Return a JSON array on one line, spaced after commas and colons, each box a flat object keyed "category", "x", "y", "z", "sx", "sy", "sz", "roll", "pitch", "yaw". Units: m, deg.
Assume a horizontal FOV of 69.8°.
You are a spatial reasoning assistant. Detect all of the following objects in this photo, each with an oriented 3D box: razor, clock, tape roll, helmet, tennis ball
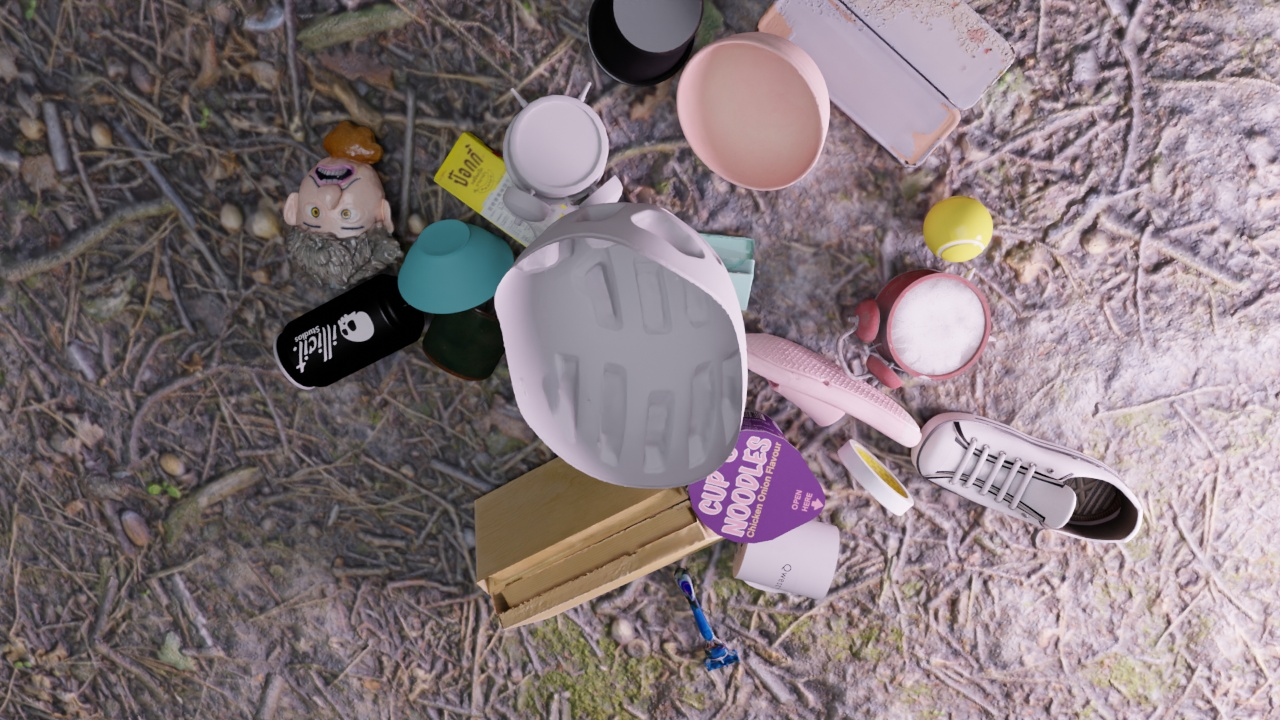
[{"category": "razor", "x": 0.072, "y": 0.307, "z": 1.085, "sx": 0.044, "sy": 0.018, "sz": 0.141, "roll": -22, "pitch": 103, "yaw": 11}, {"category": "clock", "x": 0.275, "y": -0.031, "z": 0.941, "sx": 0.157, "sy": 0.062, "sz": 0.110, "roll": -22, "pitch": 103, "yaw": -3}, {"category": "tape roll", "x": 0.250, "y": 0.124, "z": 0.976, "sx": 0.094, "sy": 0.094, "sz": 0.019, "roll": 41, "pitch": 105, "yaw": -7}, {"category": "clock", "x": -0.081, "y": -0.190, "z": 0.916, "sx": 0.120, "sy": 0.061, "sz": 0.159, "roll": -8, "pitch": 96, "yaw": -9}, {"category": "helmet", "x": -0.007, "y": -0.007, "z": 0.852, "sx": 0.225, "sy": 0.183, "sz": 0.282, "roll": -4, "pitch": 108, "yaw": 26}, {"category": "tennis ball", "x": 0.314, "y": -0.130, "z": 0.910, "sx": 0.065, "sy": 0.065, "sz": 0.065, "roll": 1, "pitch": 106, "yaw": 4}]

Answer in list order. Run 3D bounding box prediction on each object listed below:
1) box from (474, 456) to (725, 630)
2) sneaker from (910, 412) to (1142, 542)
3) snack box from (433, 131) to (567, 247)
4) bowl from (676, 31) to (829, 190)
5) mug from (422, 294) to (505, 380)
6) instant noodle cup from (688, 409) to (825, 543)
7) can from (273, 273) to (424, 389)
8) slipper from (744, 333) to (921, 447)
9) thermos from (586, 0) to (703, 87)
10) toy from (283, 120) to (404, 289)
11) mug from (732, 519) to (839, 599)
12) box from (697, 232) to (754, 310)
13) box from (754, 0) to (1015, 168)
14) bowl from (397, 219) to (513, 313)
[{"category": "box", "x": -0.050, "y": 0.189, "z": 1.006, "sx": 0.249, "sy": 0.141, "sz": 0.184, "roll": -28, "pitch": 95, "yaw": 12}, {"category": "sneaker", "x": 0.409, "y": 0.134, "z": 0.963, "sx": 0.245, "sy": 0.097, "sz": 0.091, "roll": 21, "pitch": 107, "yaw": -2}, {"category": "snack box", "x": -0.137, "y": -0.170, "z": 0.958, "sx": 0.149, "sy": 0.025, "sz": 0.061, "roll": 36, "pitch": 106, "yaw": -6}, {"category": "bowl", "x": 0.117, "y": -0.247, "z": 0.875, "sx": 0.153, "sy": 0.075, "sz": 0.153, "roll": 22, "pitch": 139, "yaw": 20}, {"category": "mug", "x": -0.189, "y": -0.039, "z": 0.979, "sx": 0.111, "sy": 0.084, "sz": 0.081, "roll": 40, "pitch": 110, "yaw": 27}, {"category": "instant noodle cup", "x": 0.121, "y": 0.111, "z": 0.968, "sx": 0.137, "sy": 0.121, "sz": 0.122, "roll": 13, "pitch": 107, "yaw": 1}, {"category": "can", "x": -0.311, "y": -0.030, "z": 0.984, "sx": 0.146, "sy": 0.080, "sz": 0.080, "roll": -25, "pitch": 103, "yaw": 13}, {"category": "slipper", "x": 0.193, "y": 0.035, "z": 0.952, "sx": 0.221, "sy": 0.106, "sz": 0.056, "roll": 26, "pitch": 107, "yaw": -9}, {"category": "thermos", "x": 0.006, "y": -0.300, "z": 0.811, "sx": 0.106, "sy": 0.218, "sz": 0.106, "roll": -1, "pitch": 105, "yaw": -4}, {"category": "toy", "x": -0.308, "y": -0.160, "z": 0.953, "sx": 0.133, "sy": 0.076, "sz": 0.176, "roll": 7, "pitch": 99, "yaw": 2}, {"category": "mug", "x": 0.157, "y": 0.224, "z": 1.028, "sx": 0.096, "sy": 0.082, "sz": 0.120, "roll": 15, "pitch": 136, "yaw": 0}, {"category": "box", "x": 0.025, "y": -0.106, "z": 0.963, "sx": 0.189, "sy": 0.079, "sz": 0.077, "roll": 4, "pitch": 148, "yaw": 4}, {"category": "box", "x": 0.234, "y": -0.307, "z": 0.882, "sx": 0.216, "sy": 0.043, "sz": 0.151, "roll": 40, "pitch": 101, "yaw": -7}, {"category": "bowl", "x": -0.193, "y": -0.108, "z": 0.929, "sx": 0.121, "sy": 0.120, "sz": 0.046, "roll": -4, "pitch": 141, "yaw": 6}]
